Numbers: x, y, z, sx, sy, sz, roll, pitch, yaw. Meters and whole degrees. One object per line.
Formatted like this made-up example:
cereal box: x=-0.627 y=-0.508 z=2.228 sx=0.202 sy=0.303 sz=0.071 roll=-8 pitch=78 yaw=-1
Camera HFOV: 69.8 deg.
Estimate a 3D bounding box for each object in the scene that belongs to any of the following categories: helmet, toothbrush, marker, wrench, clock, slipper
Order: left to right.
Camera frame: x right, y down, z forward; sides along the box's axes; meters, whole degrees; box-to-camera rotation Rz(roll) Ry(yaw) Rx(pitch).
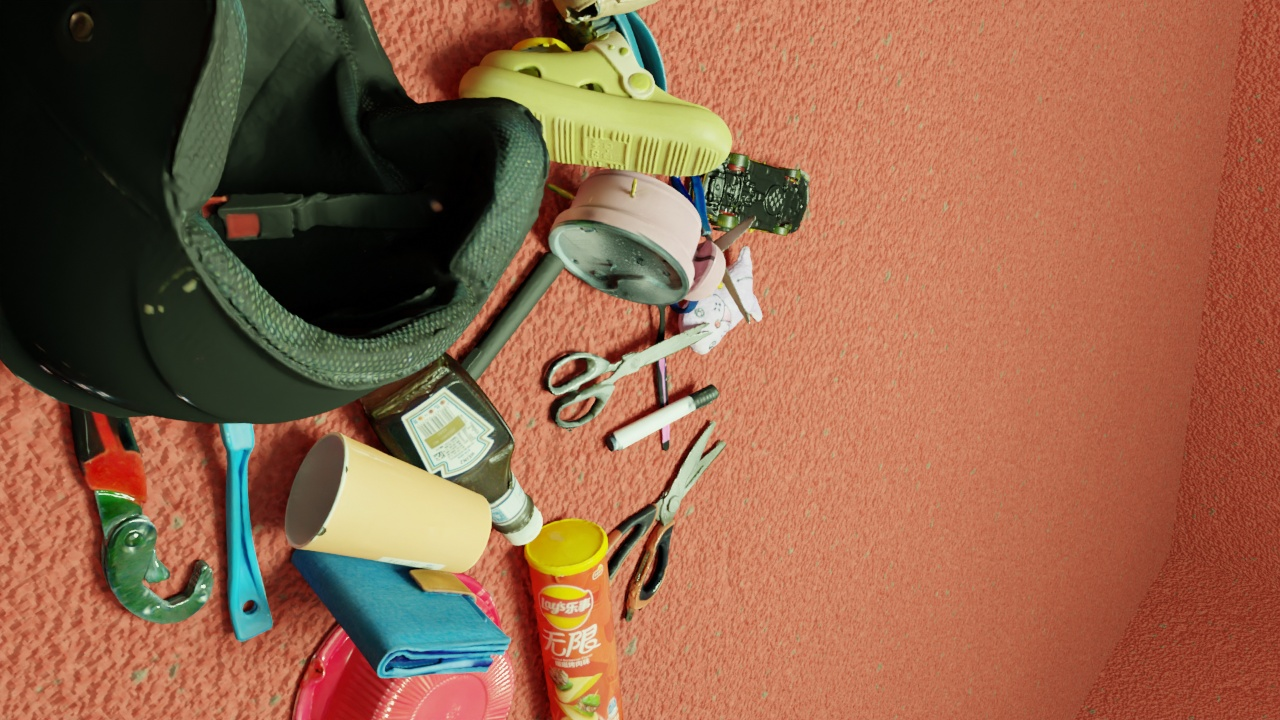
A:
wrench: x=-0.302 y=0.040 z=0.525 sx=0.056 sy=0.016 sz=0.274 roll=-26 pitch=123 yaw=-41
helmet: x=-0.195 y=-0.099 z=0.433 sx=0.233 sy=0.231 sz=0.274 roll=18 pitch=49 yaw=-64
marker: x=-0.104 y=-0.030 z=0.710 sx=0.131 sy=0.020 sz=0.022 roll=-55 pitch=151 yaw=-17
slipper: x=-0.028 y=-0.182 z=0.642 sx=0.190 sy=0.092 sz=0.081 roll=11 pitch=76 yaw=-5
clock: x=0.002 y=-0.088 z=0.733 sx=0.158 sy=0.117 sz=0.059 roll=43 pitch=60 yaw=-44
toothbrush: x=0.018 y=0.005 z=0.863 sx=0.014 sy=0.018 sz=0.189 roll=-28 pitch=127 yaw=-37
marker: x=0.022 y=0.055 z=0.867 sx=0.130 sy=0.018 sz=0.023 roll=-25 pitch=136 yaw=-30

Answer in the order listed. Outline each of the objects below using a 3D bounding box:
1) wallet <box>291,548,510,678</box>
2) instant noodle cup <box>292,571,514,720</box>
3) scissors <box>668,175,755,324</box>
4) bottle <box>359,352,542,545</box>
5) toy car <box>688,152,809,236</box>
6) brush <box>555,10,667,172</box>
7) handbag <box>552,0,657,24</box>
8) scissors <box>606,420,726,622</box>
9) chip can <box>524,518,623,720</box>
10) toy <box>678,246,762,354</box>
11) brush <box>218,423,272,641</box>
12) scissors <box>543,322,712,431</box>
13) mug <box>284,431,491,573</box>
wallet: x=-0.164 y=0.167 z=0.631 sx=0.106 sy=0.133 sz=0.040 roll=16 pitch=101 yaw=-48
instant noodle cup: x=-0.167 y=0.266 z=0.719 sx=0.193 sy=0.066 sz=0.194 roll=-20 pitch=119 yaw=-43
scissors: x=0.055 y=-0.090 z=0.783 sx=0.012 sy=0.172 sz=0.163 roll=-8 pitch=146 yaw=-25
bottle: x=-0.131 y=0.075 z=0.695 sx=0.080 sy=0.044 sz=0.195 roll=-35 pitch=132 yaw=-7
toy car: x=0.107 y=-0.155 z=0.872 sx=0.155 sy=0.041 sz=0.071 roll=-1 pitch=105 yaw=-45
brush: x=-0.013 y=-0.218 z=0.709 sx=0.073 sy=0.055 sz=0.144 roll=-44 pitch=132 yaw=-27
handbag: x=-0.042 y=-0.327 z=0.599 sx=0.147 sy=0.100 sz=0.204 roll=-47 pitch=120 yaw=-29
scissors: x=0.021 y=0.164 z=0.922 sx=0.195 sy=0.015 sz=0.216 roll=-9 pitch=109 yaw=-45
chip can: x=-0.057 y=0.251 z=0.827 sx=0.073 sy=0.073 sz=0.217 roll=-26 pitch=123 yaw=-39
toy: x=0.076 y=-0.049 z=0.881 sx=0.107 sy=0.039 sz=0.084 roll=-41 pitch=128 yaw=-30
brush: x=-0.253 y=0.065 z=0.576 sx=0.083 sy=0.046 sz=0.255 roll=-19 pitch=121 yaw=-47
scissors: x=-0.009 y=-0.005 z=0.802 sx=0.174 sy=0.014 sz=0.136 roll=-53 pitch=129 yaw=-5
mug: x=-0.168 y=0.105 z=0.629 sx=0.122 sy=0.078 sz=0.078 roll=27 pitch=84 yaw=-36
